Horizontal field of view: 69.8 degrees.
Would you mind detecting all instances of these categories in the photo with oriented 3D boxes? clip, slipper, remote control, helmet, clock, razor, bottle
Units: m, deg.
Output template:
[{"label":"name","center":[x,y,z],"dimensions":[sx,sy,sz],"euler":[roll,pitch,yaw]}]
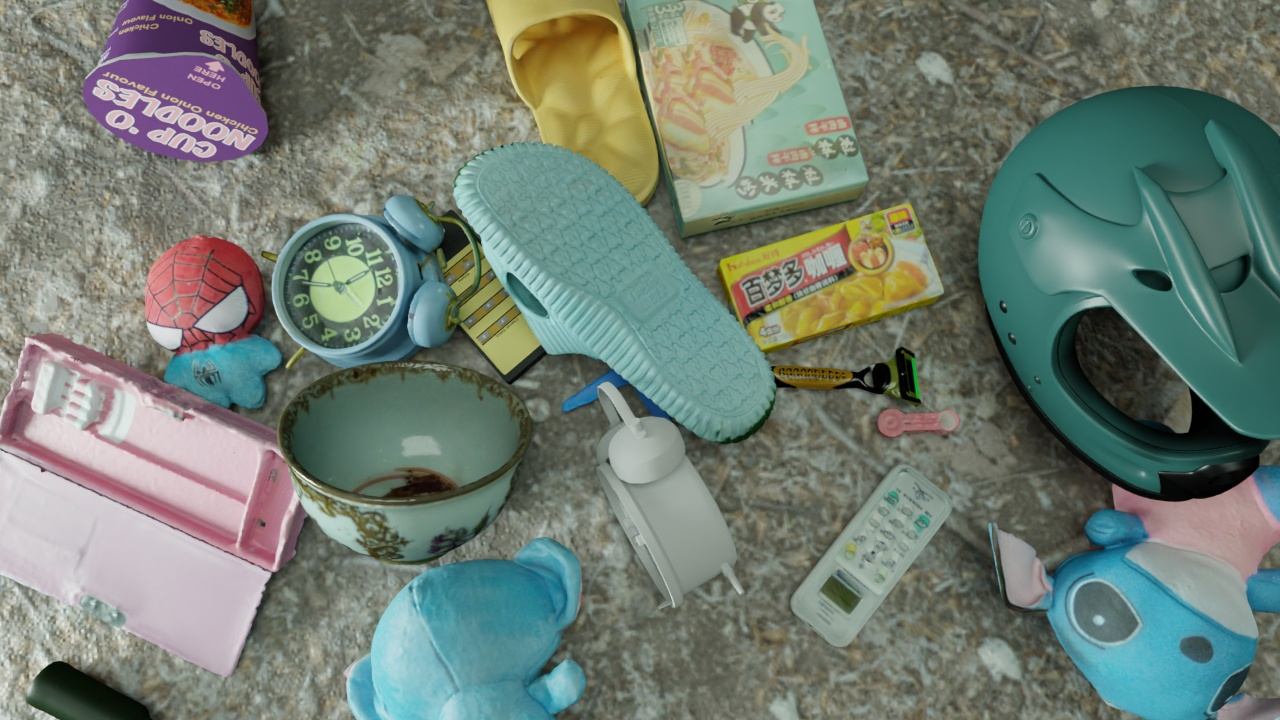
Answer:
[{"label":"clip","center":[0.204,0.045,0.667],"dimensions":[0.060,0.045,0.023],"euler":[-9,73,34]},{"label":"slipper","center":[-0.053,-0.235,0.698],"dimensions":[0.099,0.078,0.263],"euler":[-18,81,-3]},{"label":"remote control","center":[-0.121,-0.049,0.693],"dimensions":[0.058,0.013,0.133],"euler":[-42,81,-7]},{"label":"slipper","center":[-0.018,-0.046,0.654],"dimensions":[0.276,0.070,0.115],"euler":[45,65,3]},{"label":"helmet","center":[0.321,-0.047,0.556],"dimensions":[0.176,0.200,0.274],"euler":[-12,57,-4]},{"label":"clock","center":[0.006,0.089,0.613],"dimensions":[0.061,0.120,0.159],"euler":[-28,90,-10]},{"label":"razor","center":[0.131,0.012,0.672],"dimensions":[0.144,0.021,0.044],"euler":[2,61,0]},{"label":"remote control","center":[0.162,0.136,0.645],"dimensions":[0.050,0.022,0.133],"euler":[40,82,8]},{"label":"bottle","center":[-0.357,0.247,0.628],"dimensions":[0.123,0.033,0.033],"euler":[25,80,5]},{"label":"clock","center":[-0.189,-0.056,0.663],"dimensions":[0.162,0.060,0.118],"euler":[-18,84,8]}]

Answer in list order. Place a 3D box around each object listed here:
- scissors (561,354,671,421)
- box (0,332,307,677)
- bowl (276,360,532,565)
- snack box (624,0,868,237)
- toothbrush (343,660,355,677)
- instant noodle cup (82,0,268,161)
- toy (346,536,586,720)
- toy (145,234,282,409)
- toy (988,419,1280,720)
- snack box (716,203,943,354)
[{"label":"scissors","center":[-0.004,0.004,0.681],"dimensions":[0.125,0.013,0.126],"euler":[-30,75,-6]},{"label":"box","center":[-0.358,0.101,0.658],"dimensions":[0.233,0.040,0.179],"euler":[24,96,5]},{"label":"bowl","center":[-0.156,0.079,0.616],"dimensions":[0.160,0.159,0.094],"euler":[10,120,3]},{"label":"snack box","center":[0.077,-0.203,0.705],"dimensions":[0.141,0.044,0.193],"euler":[-13,78,-3]},{"label":"toothbrush","center":[-0.133,0.275,0.625],"dimensions":[0.188,0.018,0.019],"euler":[44,84,9]},{"label":"instant noodle cup","center":[-0.336,-0.239,0.686],"dimensions":[0.137,0.121,0.121],"euler":[-24,61,41]},{"label":"toy","center":[-0.096,0.213,0.593],"dimensions":[0.183,0.115,0.180],"euler":[-33,58,-1]},{"label":"toy","center":[-0.314,-0.025,0.670],"dimensions":[0.092,0.062,0.133],"euler":[-12,93,13]},{"label":"toy","center":[0.341,0.135,0.607],"dimensions":[0.224,0.099,0.191],"euler":[26,74,9]},{"label":"snack box","center":[0.140,-0.059,0.684],"dimensions":[0.152,0.025,0.075],"euler":[-17,79,-2]}]
